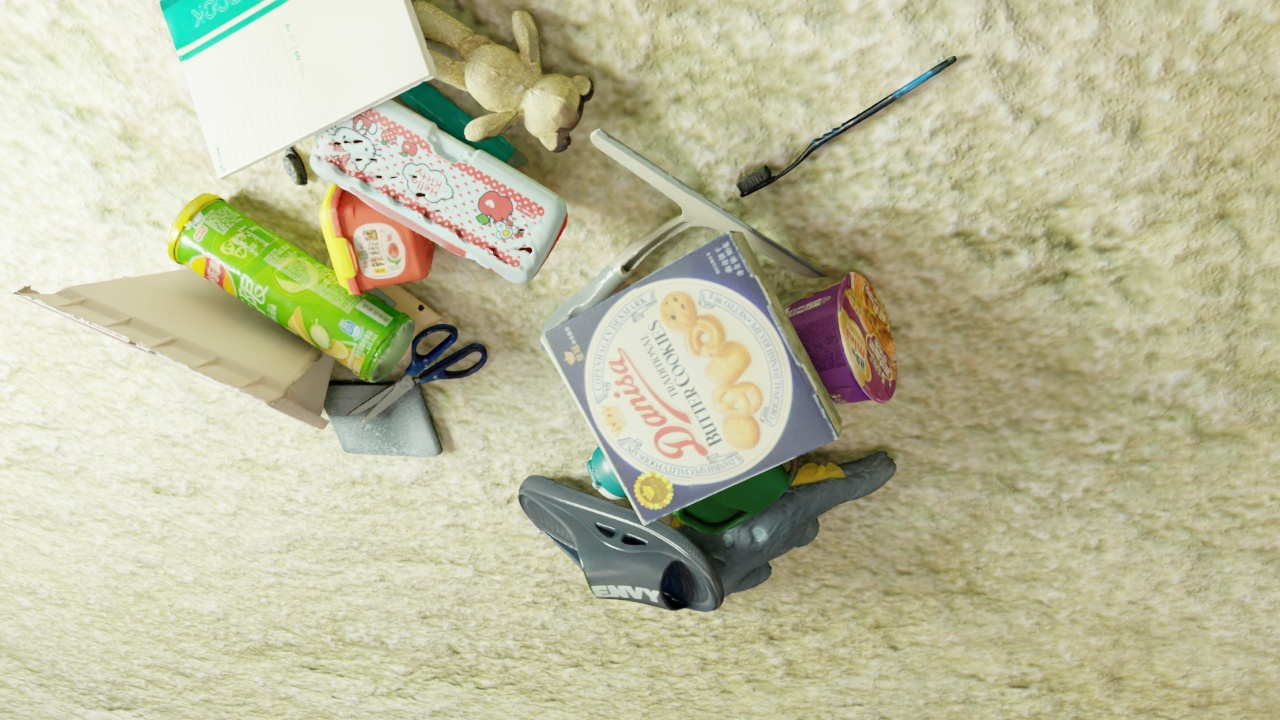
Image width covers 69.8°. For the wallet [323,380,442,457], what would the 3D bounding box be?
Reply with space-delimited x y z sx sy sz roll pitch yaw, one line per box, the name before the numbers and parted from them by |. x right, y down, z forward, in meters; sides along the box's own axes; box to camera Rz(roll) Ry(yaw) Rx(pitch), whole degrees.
wallet | -0.278 0.061 0.980 0.121 0.019 0.097 0 126 14

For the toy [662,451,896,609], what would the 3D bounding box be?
toy | 0.101 0.187 0.964 0.137 0.091 0.357 13 138 -36

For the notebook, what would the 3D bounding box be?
notebook | -0.262 -0.242 0.685 0.209 0.012 0.150 -18 92 22

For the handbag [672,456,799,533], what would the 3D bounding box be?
handbag | 0.080 0.100 0.843 0.120 0.068 0.131 -32 148 11

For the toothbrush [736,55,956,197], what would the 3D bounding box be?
toothbrush | 0.152 -0.177 0.699 0.190 0.014 0.016 -30 94 29

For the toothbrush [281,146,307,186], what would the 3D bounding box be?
toothbrush | -0.320 -0.228 0.756 0.014 0.016 0.189 -6 125 16

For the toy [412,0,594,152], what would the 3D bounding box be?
toy | -0.116 -0.217 0.699 0.157 0.066 0.105 26 87 -5

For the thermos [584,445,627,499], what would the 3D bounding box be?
thermos | 0.035 0.063 0.885 0.073 0.073 0.225 37 127 -18

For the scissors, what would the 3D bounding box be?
scissors | -0.234 0.014 0.906 0.173 0.012 0.128 -13 140 1

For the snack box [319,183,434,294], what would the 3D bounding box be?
snack box | -0.224 -0.112 0.793 0.080 0.081 0.091 -5 129 -1

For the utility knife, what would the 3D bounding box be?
utility knife | -0.161 -0.204 0.744 0.161 0.013 0.029 36 124 -13

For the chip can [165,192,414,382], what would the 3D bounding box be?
chip can | -0.310 -0.063 0.826 0.221 0.072 0.073 32 128 -1

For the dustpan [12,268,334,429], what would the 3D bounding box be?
dustpan | -0.396 0.018 0.846 0.222 0.273 0.139 25 106 1

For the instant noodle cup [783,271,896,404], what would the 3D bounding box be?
instant noodle cup | 0.152 -0.007 0.781 0.099 0.111 0.111 -18 123 35

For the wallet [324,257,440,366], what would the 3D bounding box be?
wallet | -0.261 -0.050 0.883 0.115 0.024 0.087 37 122 -18

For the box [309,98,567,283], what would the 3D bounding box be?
box | -0.155 -0.142 0.716 0.201 0.094 0.092 28 154 -3

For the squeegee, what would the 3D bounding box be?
squeegee | -0.013 -0.077 0.799 0.246 0.039 0.247 26 137 -31

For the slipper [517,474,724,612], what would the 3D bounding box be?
slipper | -0.037 0.203 0.934 0.268 0.083 0.111 19 143 34

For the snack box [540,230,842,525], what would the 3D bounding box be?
snack box | 0.040 0.017 0.739 0.183 0.045 0.178 -28 92 18
